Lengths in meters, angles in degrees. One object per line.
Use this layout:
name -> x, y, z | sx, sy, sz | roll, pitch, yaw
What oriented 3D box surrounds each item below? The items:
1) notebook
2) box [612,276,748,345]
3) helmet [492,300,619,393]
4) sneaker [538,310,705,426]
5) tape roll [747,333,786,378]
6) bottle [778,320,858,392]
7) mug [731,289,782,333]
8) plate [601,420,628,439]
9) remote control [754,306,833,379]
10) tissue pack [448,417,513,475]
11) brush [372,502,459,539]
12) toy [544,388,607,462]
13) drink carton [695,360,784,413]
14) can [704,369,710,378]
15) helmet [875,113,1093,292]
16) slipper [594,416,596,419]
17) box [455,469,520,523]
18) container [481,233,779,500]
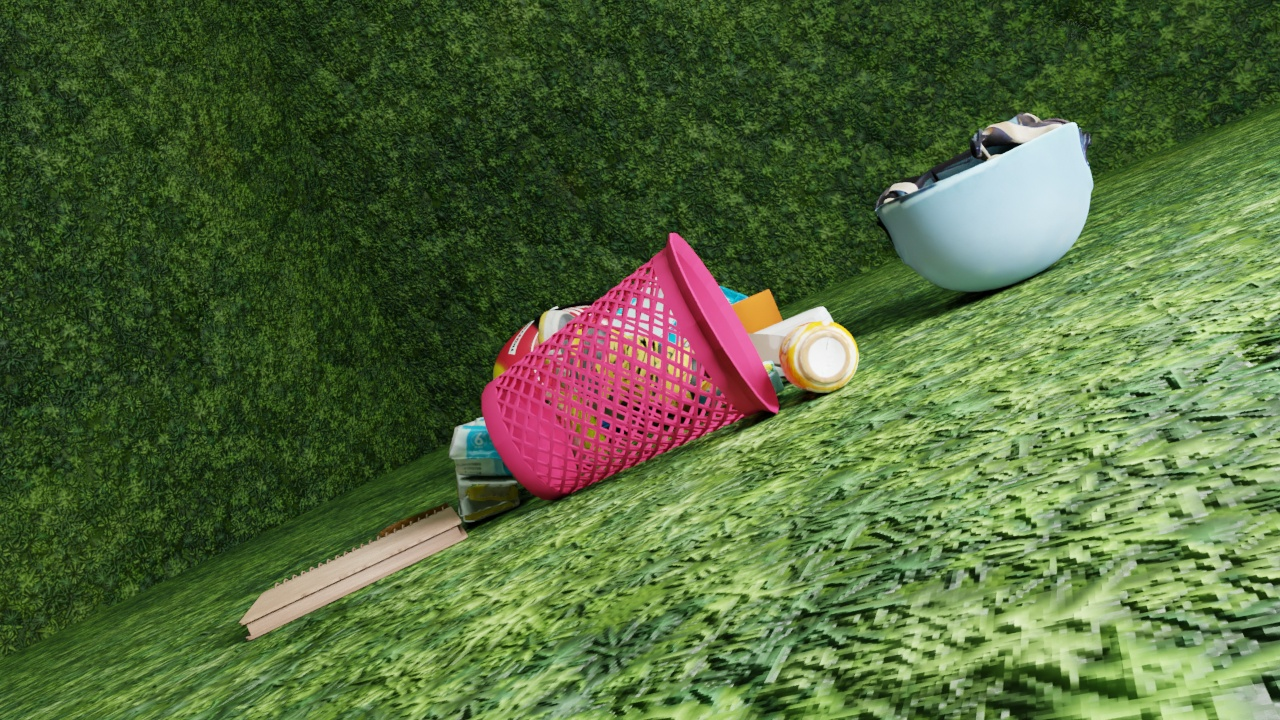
notebook -> -0.279, 0.205, 0.914 | 0.210, 0.022, 0.169 | -24, 3, -15
box -> 0.053, -0.053, 1.384 | 0.182, 0.039, 0.226 | 21, 44, 20
helmet -> -0.101, 0.012, 1.452 | 0.270, 0.197, 0.225 | -26, -6, -39
sneaker -> -0.006, 0.006, 1.031 | 0.122, 0.086, 0.238 | -13, -28, 27
tape roll -> 0.130, -0.004, 0.977 | 0.094, 0.030, 0.094 | 5, -10, 1
bottle -> 0.156, -0.004, 0.828 | 0.063, 0.063, 0.109 | -23, 2, -1
mug -> 0.157, -0.038, 1.318 | 0.112, 0.096, 0.078 | -25, 2, -39
plate -> -0.061, 0.097, 1.237 | 0.224, 0.024, 0.224 | -23, 2, 1
remote control -> 0.156, -0.009, 1.036 | 0.139, 0.060, 0.025 | -23, 5, 15
tissue pack -> -0.149, 0.091, 1.013 | 0.093, 0.061, 0.144 | -1, 0, 4
brush -> -0.251, 0.188, 1.096 | 0.126, 0.017, 0.048 | -23, 2, 14
toy -> -0.076, 0.066, 0.980 | 0.051, 0.090, 0.110 | -35, -36, -9
drink carton -> 0.100, 0.029, 0.952 | 0.044, 0.038, 0.129 | -24, 1, -22
can -> 0.092, 0.010, 1.167 | 0.067, 0.067, 0.170 | -24, 2, -17
helmet -> 0.379, -0.163, 0.989 | 0.226, 0.167, 0.265 | -25, -1, 22
slipper -> -0.074, 0.057, 1.197 | 0.094, 0.064, 0.238 | -25, 18, 36
box -> -0.172, 0.146, 1.018 | 0.065, 0.044, 0.210 | -4, -1, -12
container -> -0.018, 0.021, 0.840 | 0.226, 0.183, 0.183 | -31, 0, 13
